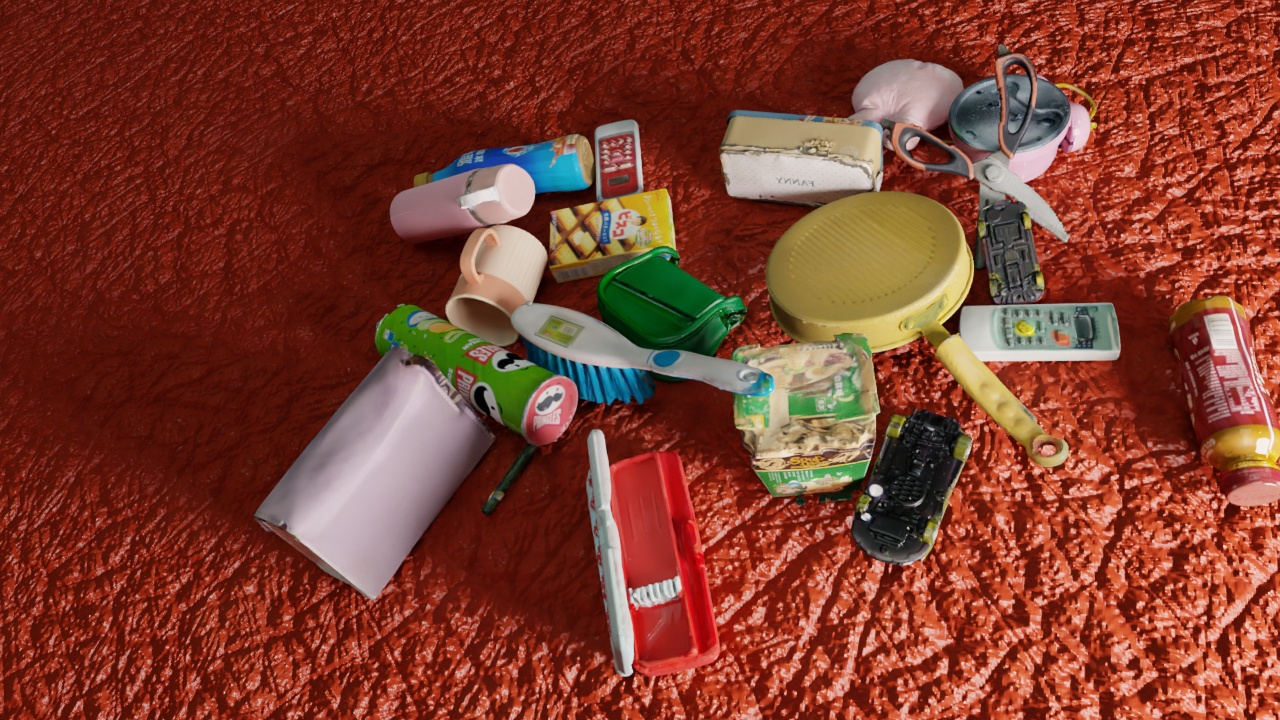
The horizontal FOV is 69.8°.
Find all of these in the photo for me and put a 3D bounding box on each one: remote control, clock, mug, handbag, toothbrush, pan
[{"bbox_3d":[0.364,-0.026,0.844,0.135,0.019,0.056,0,56,16],"label":"remote control"},{"bbox_3d":[0.401,-0.248,0.964,0.158,0.060,0.117,-30,53,-3],"label":"clock"},{"bbox_3d":[-0.157,-0.091,0.980,0.082,0.115,0.105,4,55,21],"label":"mug"},{"bbox_3d":[-0.246,0.101,0.852,0.098,0.145,0.196,22,64,25],"label":"handbag"},{"bbox_3d":[-0.027,-0.238,1.104,0.056,0.020,0.135,-10,54,10],"label":"remote control"},{"bbox_3d":[0.028,-0.050,0.933,0.120,0.068,0.131,-36,53,-19],"label":"handbag"},{"bbox_3d":[-0.102,0.074,0.908,0.012,0.017,0.185,20,63,29],"label":"toothbrush"},{"bbox_3d":[0.256,-0.036,0.847,0.197,0.078,0.357,-32,42,-4],"label":"pan"}]

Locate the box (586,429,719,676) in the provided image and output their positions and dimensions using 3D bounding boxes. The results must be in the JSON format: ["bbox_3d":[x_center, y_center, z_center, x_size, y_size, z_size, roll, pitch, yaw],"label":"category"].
[{"bbox_3d":[0.000,0.154,0.771,0.095,0.102,0.201,-15,54,6],"label":"box"}]

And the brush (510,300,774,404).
[{"bbox_3d":[-0.005,0.005,0.839,0.315,0.109,0.060,21,62,33],"label":"brush"}]

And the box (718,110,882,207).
[{"bbox_3d":[0.166,-0.215,0.989,0.184,0.090,0.061,13,64,20],"label":"box"}]

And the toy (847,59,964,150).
[{"bbox_3d":[0.285,-0.282,1.019,0.121,0.054,0.159,21,55,31],"label":"toy"}]

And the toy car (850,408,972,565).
[{"bbox_3d":[0.228,0.105,0.775,0.070,0.042,0.157,19,57,25],"label":"toy car"}]

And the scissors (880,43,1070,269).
[{"bbox_3d":[0.346,-0.203,0.910,0.222,0.015,0.189,43,102,19],"label":"scissors"}]

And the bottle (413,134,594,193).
[{"bbox_3d":[-0.167,-0.225,1.106,0.219,0.065,0.065,-6,55,12],"label":"bottle"}]

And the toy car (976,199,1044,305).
[{"bbox_3d":[0.354,-0.103,0.879,0.049,0.031,0.106,-10,74,18],"label":"toy car"}]

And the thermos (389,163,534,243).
[{"bbox_3d":[-0.208,-0.174,1.031,0.199,0.067,0.087,-1,16,43],"label":"thermos"}]

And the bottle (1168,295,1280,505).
[{"bbox_3d":[0.478,0.031,0.747,0.057,0.057,0.174,-2,56,15],"label":"bottle"}]

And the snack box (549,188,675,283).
[{"bbox_3d":[-0.032,-0.140,1.030,0.140,0.034,0.086,-8,55,8],"label":"snack box"}]

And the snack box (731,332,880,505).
[{"bbox_3d":[0.144,0.056,0.797,0.118,0.106,0.117,-6,53,11],"label":"snack box"}]

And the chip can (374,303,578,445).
[{"bbox_3d":[-0.171,0.010,0.929,0.236,0.072,0.072,24,65,34],"label":"chip can"}]
